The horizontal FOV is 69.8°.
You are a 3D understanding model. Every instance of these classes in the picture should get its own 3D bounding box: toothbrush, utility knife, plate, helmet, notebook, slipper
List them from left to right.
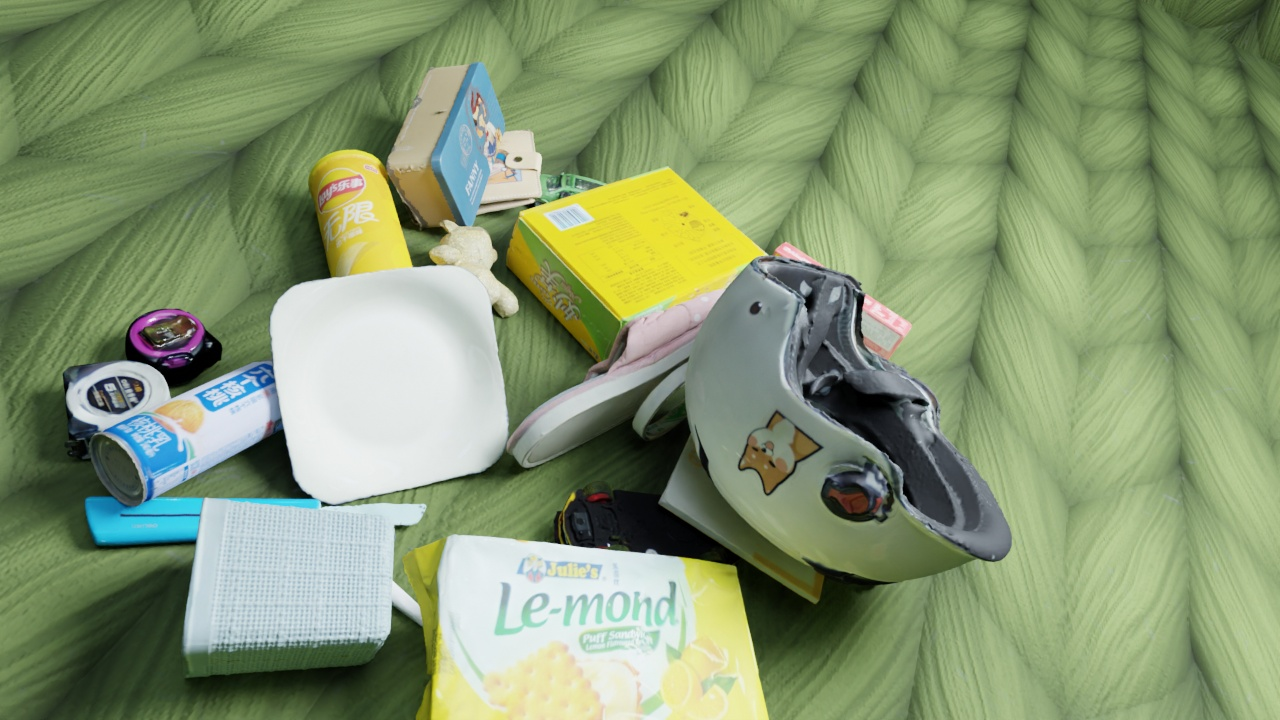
[{"bbox_3d":[-0.257,0.107,0.630,0.218,0.018,0.034,2,48,-23],"label":"utility knife"},{"bbox_3d":[-0.186,0.015,0.686,0.164,0.034,0.163,-10,97,-25],"label":"plate"},{"bbox_3d":[-0.146,0.172,0.617,0.180,0.016,0.016,35,43,11],"label":"toothbrush"},{"bbox_3d":[-0.005,0.005,0.772,0.273,0.114,0.054,-30,74,-33],"label":"slipper"},{"bbox_3d":[0.105,0.093,0.776,0.146,0.010,0.205,33,37,-1],"label":"notebook"},{"bbox_3d":[0.132,0.059,0.692,0.274,0.157,0.229,55,26,4],"label":"helmet"}]

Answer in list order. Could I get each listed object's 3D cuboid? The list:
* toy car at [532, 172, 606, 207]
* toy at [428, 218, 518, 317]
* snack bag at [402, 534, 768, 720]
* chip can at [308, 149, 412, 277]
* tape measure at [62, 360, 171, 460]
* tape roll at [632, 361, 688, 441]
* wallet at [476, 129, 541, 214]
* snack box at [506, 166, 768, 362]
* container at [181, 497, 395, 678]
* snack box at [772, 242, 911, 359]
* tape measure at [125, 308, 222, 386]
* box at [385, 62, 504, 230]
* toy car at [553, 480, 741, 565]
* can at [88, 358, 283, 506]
[{"bbox_3d":[-0.073,-0.174,0.965,0.091,0.036,0.043,8,47,-11],"label":"toy car"},{"bbox_3d":[-0.154,-0.056,0.805,0.105,0.066,0.157,35,37,-39],"label":"toy"},{"bbox_3d":[-0.030,0.202,0.584,0.246,0.068,0.157,12,47,-25],"label":"snack bag"},{"bbox_3d":[-0.234,-0.087,0.786,0.072,0.072,0.213,-4,51,-26],"label":"chip can"},{"bbox_3d":[-0.365,0.033,0.642,0.066,0.034,0.065,-7,54,-26],"label":"tape measure"},{"bbox_3d":[0.029,0.033,0.774,0.085,0.086,0.014,-27,64,-39],"label":"tape roll"},{"bbox_3d":[-0.144,-0.196,0.949,0.087,0.024,0.115,-11,48,0],"label":"wallet"},{"bbox_3d":[-0.001,-0.097,0.896,0.209,0.070,0.157,-26,63,-39],"label":"snack box"},{"bbox_3d":[-0.213,0.141,0.560,0.111,0.090,0.090,7,60,-23],"label":"container"},{"bbox_3d":[0.188,-0.047,0.927,0.153,0.075,0.025,35,44,12],"label":"snack box"},{"bbox_3d":[-0.352,-0.012,0.685,0.057,0.039,0.057,39,46,15],"label":"tape measure"},{"bbox_3d":[-0.186,-0.206,0.890,0.062,0.090,0.183,-4,52,12],"label":"box"},{"bbox_3d":[0.010,0.134,0.700,0.155,0.041,0.071,7,46,-30],"label":"toy car"},{"bbox_3d":[-0.299,0.045,0.633,0.053,0.053,0.134,37,36,12],"label":"can"}]
